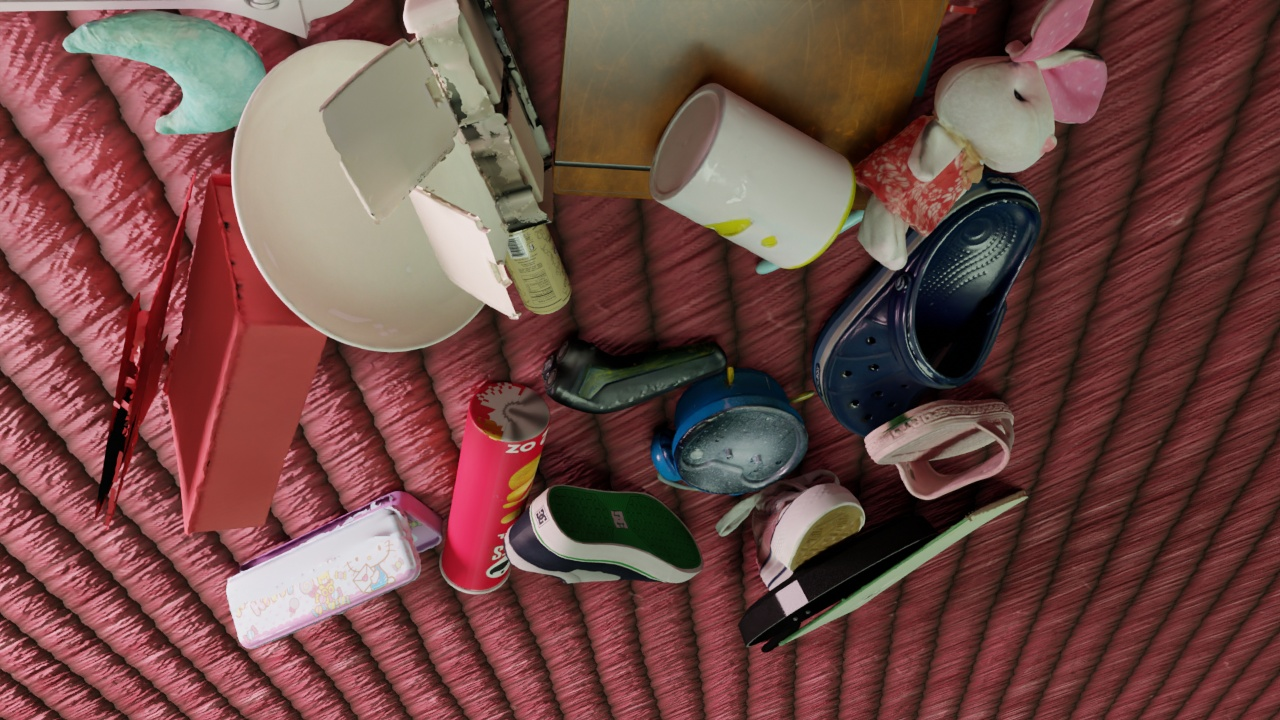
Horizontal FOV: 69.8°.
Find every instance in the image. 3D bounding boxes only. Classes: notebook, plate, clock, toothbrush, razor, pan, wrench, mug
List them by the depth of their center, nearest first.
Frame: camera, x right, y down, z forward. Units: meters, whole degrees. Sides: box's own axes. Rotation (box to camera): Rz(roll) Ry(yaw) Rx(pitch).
[{"bbox_3d":[-0.287,-0.219,0.496,0.273,0.018,0.087,-2,135,-5],"label":"wrench"},{"bbox_3d":[-0.160,-0.095,0.550,0.034,0.182,0.182,-3,147,43],"label":"plate"},{"bbox_3d":[0.071,-0.116,0.586,0.106,0.082,0.083,23,127,-26],"label":"mug"},{"bbox_3d":[0.071,-0.168,0.604,0.249,0.014,0.179,1,134,-10],"label":"notebook"},{"bbox_3d":[0.166,-0.108,0.679,0.181,0.016,0.016,-27,141,16],"label":"toothbrush"},{"bbox_3d":[-0.004,0.004,0.745,0.151,0.054,0.067,-12,118,-5],"label":"razor"},{"bbox_3d":[0.074,0.073,0.815,0.116,0.060,0.162,18,131,-26],"label":"clock"},{"bbox_3d":[0.275,0.218,0.964,0.181,0.010,0.253,-1,143,-51],"label":"notebook"},{"bbox_3d":[0.186,0.259,0.994,0.225,0.034,0.357,-20,156,-23],"label":"pan"}]

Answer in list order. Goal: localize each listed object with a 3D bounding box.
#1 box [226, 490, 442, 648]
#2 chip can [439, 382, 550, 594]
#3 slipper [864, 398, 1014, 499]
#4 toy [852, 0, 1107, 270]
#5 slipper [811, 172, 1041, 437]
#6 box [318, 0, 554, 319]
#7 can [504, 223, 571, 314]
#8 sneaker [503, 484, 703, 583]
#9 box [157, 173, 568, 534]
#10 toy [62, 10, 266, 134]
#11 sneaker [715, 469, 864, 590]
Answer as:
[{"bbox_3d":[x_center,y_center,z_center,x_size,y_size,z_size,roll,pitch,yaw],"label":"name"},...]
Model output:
[{"bbox_3d":[-0.296,0.196,0.876,0.214,0.096,0.077,-26,106,16],"label":"box"},{"bbox_3d":[-0.133,0.119,0.819,0.069,0.069,0.221,6,133,-15],"label":"chip can"},{"bbox_3d":[0.265,0.079,0.787,0.094,0.064,0.239,-34,157,28],"label":"slipper"},{"bbox_3d":[0.214,-0.144,0.589,0.194,0.084,0.159,-43,154,16],"label":"toy"},{"bbox_3d":[0.220,-0.026,0.717,0.105,0.095,0.253,8,129,-21],"label":"slipper"},{"bbox_3d":[-0.103,-0.120,0.499,0.069,0.191,0.143,-16,128,8],"label":"box"},{"bbox_3d":[-0.078,-0.073,0.659,0.038,0.038,0.079,-15,135,5],"label":"can"},{"bbox_3d":[-0.032,0.174,0.861,0.079,0.084,0.235,-39,143,24],"label":"sneaker"},{"bbox_3d":[-0.196,-0.015,0.689,0.324,0.153,0.214,-14,146,-46],"label":"box"},{"bbox_3d":[-0.261,-0.166,0.525,0.085,0.033,0.105,-13,162,2],"label":"toy"},{"bbox_3d":[0.145,0.157,0.890,0.118,0.088,0.241,-25,157,-14],"label":"sneaker"}]
